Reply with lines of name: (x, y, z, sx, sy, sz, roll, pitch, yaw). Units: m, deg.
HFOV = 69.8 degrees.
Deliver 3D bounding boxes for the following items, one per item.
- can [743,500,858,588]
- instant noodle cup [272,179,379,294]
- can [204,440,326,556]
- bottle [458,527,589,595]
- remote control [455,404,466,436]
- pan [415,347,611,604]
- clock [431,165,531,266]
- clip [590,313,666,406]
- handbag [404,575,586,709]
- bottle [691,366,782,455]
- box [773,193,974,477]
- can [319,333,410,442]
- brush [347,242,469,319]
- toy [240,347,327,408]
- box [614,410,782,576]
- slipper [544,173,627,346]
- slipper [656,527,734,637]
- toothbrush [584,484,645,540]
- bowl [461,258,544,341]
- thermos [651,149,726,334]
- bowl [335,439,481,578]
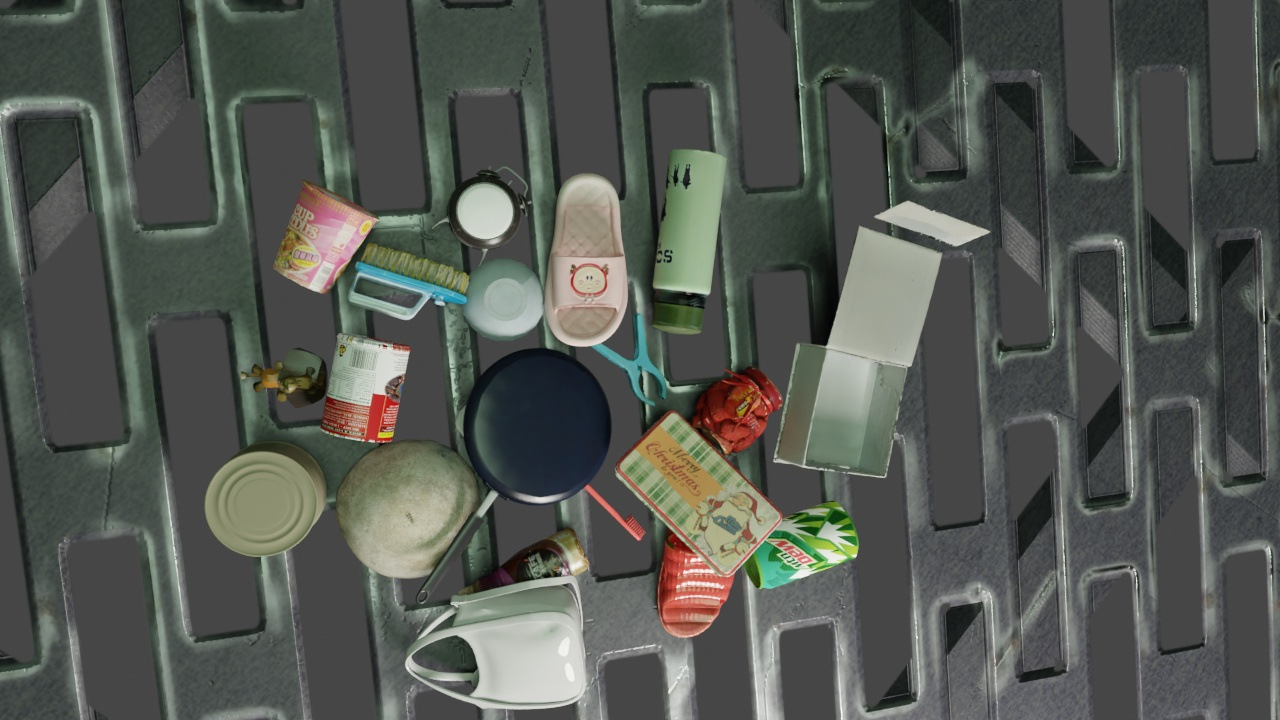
can: (0.212, 0.250, 1.239, 0.144, 0.083, 0.083, -17, 97, -11)
instant noodle cup: (-0.377, -0.143, 1.082, 0.097, 0.097, 0.108, 28, 94, -13)
can: (-0.444, 0.163, 1.091, 0.127, 0.073, 0.128, -1, 94, -13)
bottle: (-0.151, 0.273, 1.172, 0.166, 0.059, 0.059, -24, 98, -7)
remote control: (-0.183, 0.098, 1.169, 0.114, 0.028, 0.060, 44, 84, -12)
pan: (-0.166, 0.145, 1.131, 0.198, 0.021, 0.355, 41, 70, -19)
clock: (-0.191, -0.188, 1.141, 0.091, 0.044, 0.122, 40, 85, -12)
clip: (0.003, 0.000, 1.208, 0.102, 0.027, 0.119, -30, 99, -7)
handbag: (-0.183, 0.349, 1.144, 0.222, 0.095, 0.216, -6, 119, -2)
bottle: (0.124, 0.064, 1.202, 0.111, 0.099, 0.099, -38, 101, -13)
box: (0.302, -0.024, 1.210, 0.165, 0.098, 0.368, 10, 98, -34)
can: (-0.330, 0.032, 1.102, 0.086, 0.087, 0.116, 11, 91, -13)
brush: (-0.280, -0.087, 1.119, 0.136, 0.055, 0.075, 16, 80, -12)
toy: (-0.425, 0.020, 1.095, 0.100, 0.062, 0.076, 1, 112, -7)
box: (0.073, 0.172, 1.185, 0.117, 0.051, 0.205, -43, 82, -15)
slipper: (-0.065, -0.128, 1.167, 0.106, 0.056, 0.221, 2, 89, -14)
slipper: (0.081, 0.251, 1.223, 0.103, 0.059, 0.248, 7, 91, -13)
toothbrush: (-0.069, 0.160, 1.207, 0.018, 0.012, 0.212, -45, 101, -7)
bowl: (-0.171, -0.076, 1.155, 0.106, 0.039, 0.106, -1, 94, -13)
thermos: (0.062, -0.149, 1.187, 0.082, 0.082, 0.231, 6, 92, -13)
bowl: (-0.282, 0.189, 1.127, 0.178, 0.081, 0.178, -1, 95, -14)
